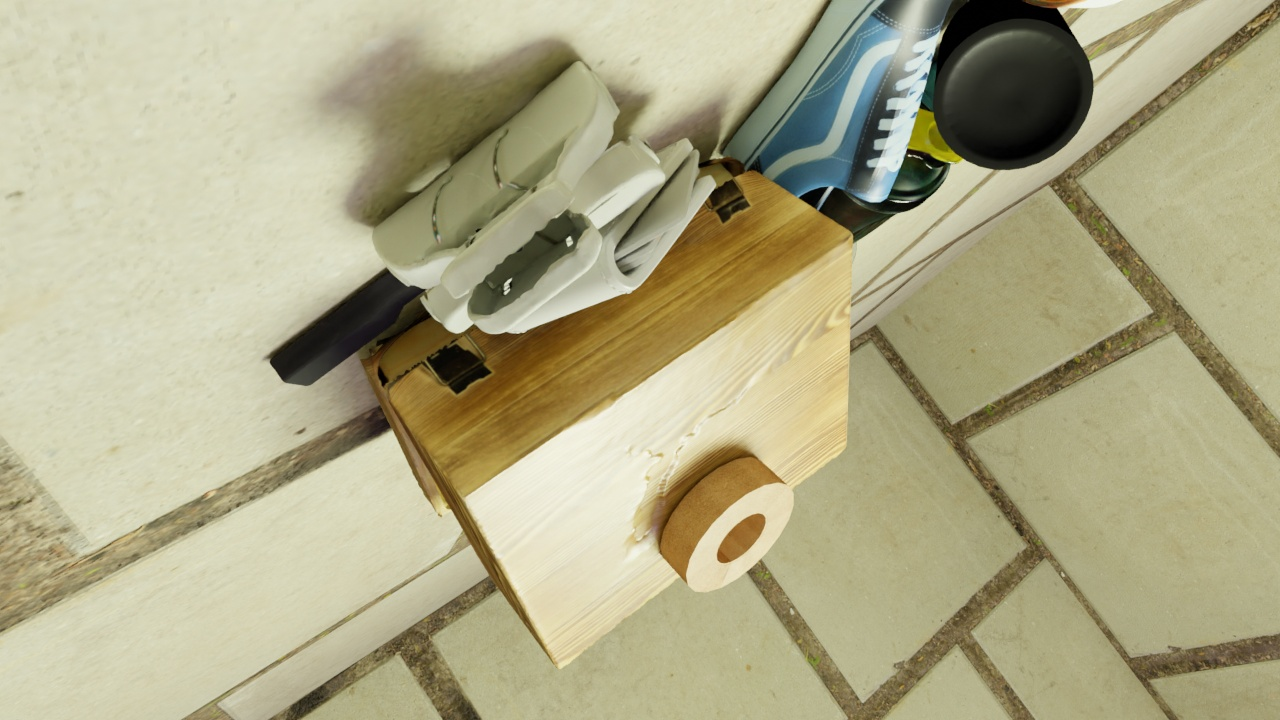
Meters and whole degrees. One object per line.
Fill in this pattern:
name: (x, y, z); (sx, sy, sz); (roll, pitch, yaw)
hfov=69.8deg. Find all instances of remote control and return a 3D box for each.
remote control: (-0.129, -0.032, 0.476); (0.136, 0.015, 0.032); (-36, 170, 4)

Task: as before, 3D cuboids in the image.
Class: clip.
clip: (-0.059, -0.070, 0.390); (0.126, 0.101, 0.152); (-38, -176, 10)

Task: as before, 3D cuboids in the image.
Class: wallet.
wallet: (-0.008, -0.068, 0.464); (0.116, 0.037, 0.118); (-17, -152, 41)

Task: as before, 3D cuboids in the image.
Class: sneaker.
sneaker: (0.145, -0.159, 0.545); (0.083, 0.098, 0.242); (-28, 168, -36)

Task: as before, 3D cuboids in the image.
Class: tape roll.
tape roll: (0.059, 0.110, 0.614); (0.093, 0.027, 0.094); (-27, 139, -26)

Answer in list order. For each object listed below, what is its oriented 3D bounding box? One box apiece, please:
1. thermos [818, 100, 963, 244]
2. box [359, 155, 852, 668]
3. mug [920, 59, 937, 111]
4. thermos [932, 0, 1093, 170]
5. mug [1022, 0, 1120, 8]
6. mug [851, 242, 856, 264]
thermos: (0.172, -0.143, 0.764); (0.098, 0.098, 0.221); (-32, 175, -18)
box: (-0.021, 0.014, 0.622); (0.278, 0.192, 0.252); (-33, 143, -17)
mug: (0.262, -0.216, 0.763); (0.104, 0.084, 0.112); (-27, -163, -13)
thermos: (0.242, -0.197, 0.610); (0.086, 0.086, 0.198); (-41, -171, 32)
mug: (0.264, -0.254, 0.546); (0.105, 0.082, 0.082); (-26, 167, -50)
mug: (0.155, -0.102, 0.949); (0.118, 0.081, 0.098); (-7, 169, 0)
